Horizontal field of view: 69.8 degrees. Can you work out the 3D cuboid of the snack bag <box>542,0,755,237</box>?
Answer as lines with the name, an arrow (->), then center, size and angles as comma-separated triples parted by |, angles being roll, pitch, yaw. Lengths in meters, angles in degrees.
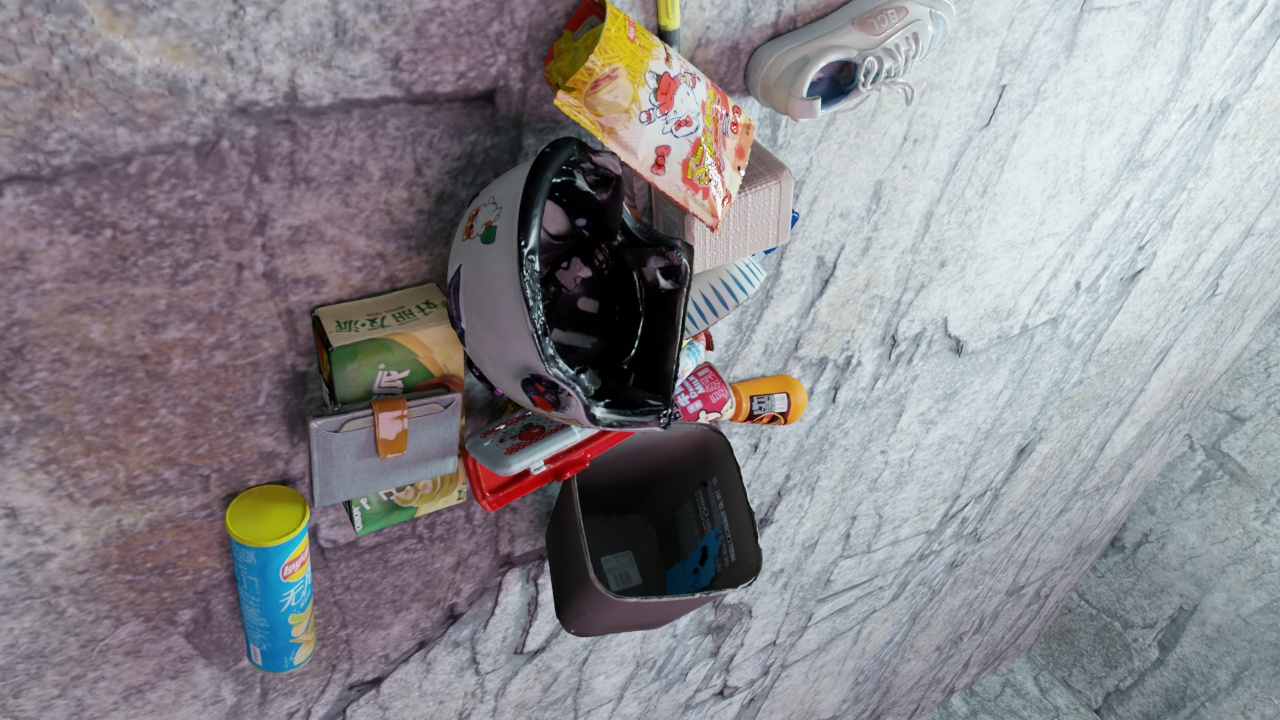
snack bag -> 0.017, -0.204, 0.763 | 0.207, 0.073, 0.128 | 28, 67, -38

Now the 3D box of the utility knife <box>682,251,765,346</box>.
utility knife -> 0.081, -0.065, 1.020 | 0.182, 0.019, 0.031 | -51, 153, -11

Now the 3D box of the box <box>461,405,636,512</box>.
box -> -0.064, 0.079, 0.885 | 0.200, 0.100, 0.094 | -26, 120, -29

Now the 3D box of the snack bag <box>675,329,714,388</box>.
snack bag -> 0.047, 0.003, 1.042 | 0.105, 0.026, 0.045 | -47, 149, -26

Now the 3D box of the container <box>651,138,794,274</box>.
container -> 0.075, -0.149, 0.885 | 0.110, 0.090, 0.090 | -23, 139, -17

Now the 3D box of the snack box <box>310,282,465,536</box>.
snack box -> -0.225, 0.049, 0.842 | 0.114, 0.063, 0.241 | -16, 136, -26

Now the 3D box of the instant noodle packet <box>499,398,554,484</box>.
instant noodle packet -> -0.117, 0.088, 0.989 | 0.110, 0.044, 0.129 | -2, 131, -41

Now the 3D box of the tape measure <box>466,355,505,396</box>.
tape measure -> -0.139, 0.006, 0.878 | 0.058, 0.057, 0.039 | 38, 101, -28

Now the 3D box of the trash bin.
trash bin -> -0.003, 0.204, 1.039 | 0.198, 0.198, 0.220 | 0, 149, -20

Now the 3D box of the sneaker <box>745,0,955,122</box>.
sneaker -> 0.222, -0.288, 0.869 | 0.241, 0.090, 0.090 | -26, 141, -19

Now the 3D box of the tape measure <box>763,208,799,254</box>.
tape measure -> 0.139, -0.146, 0.990 | 0.054, 0.025, 0.058 | 19, 110, -46

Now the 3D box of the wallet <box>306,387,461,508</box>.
wallet -> -0.218, 0.074, 0.791 | 0.129, 0.037, 0.107 | -12, 135, -30

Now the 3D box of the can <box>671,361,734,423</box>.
can -> 0.054, 0.051, 1.077 | 0.093, 0.066, 0.067 | -29, 141, -15

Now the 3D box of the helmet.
helmet -> -0.072, -0.052, 0.782 | 0.157, 0.229, 0.274 | -7, 154, 31

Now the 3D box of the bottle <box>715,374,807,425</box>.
bottle -> 0.139, 0.053, 1.160 | 0.149, 0.066, 0.067 | -2, 129, -30

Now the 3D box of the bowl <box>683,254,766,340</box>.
bowl -> 0.063, -0.080, 0.940 | 0.116, 0.116, 0.066 | -38, 100, -4

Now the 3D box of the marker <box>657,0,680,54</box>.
marker -> 0.026, -0.271, 0.780 | 0.018, 0.015, 0.124 | -22, 140, -14

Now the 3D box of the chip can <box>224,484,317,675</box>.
chip can -> -0.355, 0.217, 0.892 | 0.071, 0.071, 0.211 | -15, 136, -30
